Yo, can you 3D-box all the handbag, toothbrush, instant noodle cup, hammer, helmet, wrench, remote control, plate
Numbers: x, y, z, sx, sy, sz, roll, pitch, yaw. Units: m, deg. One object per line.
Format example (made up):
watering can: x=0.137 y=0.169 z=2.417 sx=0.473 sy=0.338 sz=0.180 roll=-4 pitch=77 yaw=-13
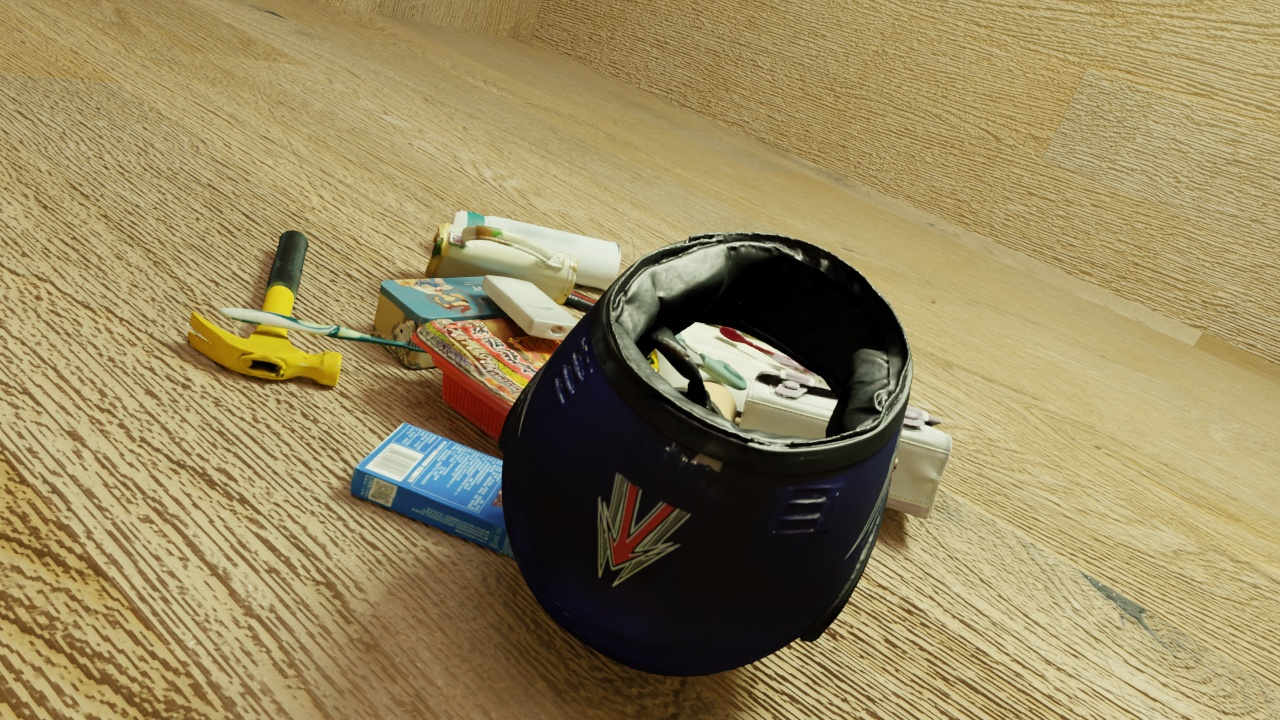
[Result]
handbag: x=0.198 y=0.075 z=0.923 sx=0.197 sy=0.098 sz=0.144 roll=15 pitch=8 yaw=6
toothbrush: x=0.177 y=0.004 z=1.077 sx=0.187 sy=0.016 sz=0.017 roll=27 pitch=15 yaw=10
instant noodle cup: x=-0.101 y=0.020 z=0.848 sx=0.164 sy=0.079 sz=0.188 roll=32 pitch=26 yaw=30
toothbrush: x=-0.274 y=-0.029 z=0.822 sx=0.191 sy=0.018 sz=0.016 roll=11 pitch=25 yaw=-21
hammer: x=-0.355 y=-0.063 z=0.901 sx=0.128 sy=0.033 sz=0.300 roll=11 pitch=24 yaw=-20
helmet: x=0.044 y=0.068 z=0.631 sx=0.247 sy=0.241 sz=0.314 roll=29 pitch=34 yaw=12
handbag: x=-0.150 y=-0.118 z=1.029 sx=0.163 sy=0.063 sz=0.179 roll=12 pitch=-13 yaw=-16
wrench: x=-0.029 y=-0.061 z=1.167 sx=0.273 sy=0.016 sz=0.056 roll=18 pitch=19 yaw=-3
remote control: x=-0.109 y=-0.052 z=0.900 sx=0.056 sy=0.019 sz=0.135 roll=6 pitch=19 yaw=-34
plate: x=0.116 y=0.008 z=1.077 sx=0.265 sy=0.034 sz=0.161 roll=17 pitch=26 yaw=-12

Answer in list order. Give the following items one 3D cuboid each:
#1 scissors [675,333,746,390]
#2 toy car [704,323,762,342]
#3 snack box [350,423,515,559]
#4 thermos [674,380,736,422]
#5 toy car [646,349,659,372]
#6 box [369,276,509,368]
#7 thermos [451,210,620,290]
scissors: x=0.065 y=0.000 z=0.937 sx=0.169 sy=0.019 sz=0.177 roll=34 pitch=6 yaw=-14
toy car: x=0.102 y=-0.055 z=1.226 sx=0.158 sy=0.042 sz=0.070 roll=27 pitch=24 yaw=11
snack box: x=-0.132 y=0.102 z=0.707 sx=0.157 sy=0.026 sz=0.084 roll=21 pitch=23 yaw=4
thermos: x=0.048 y=0.061 z=0.868 sx=0.093 sy=0.093 sz=0.143 roll=24 pitch=16 yaw=11
toy car: x=-0.006 y=0.006 z=0.964 sx=0.041 sy=0.071 sz=0.155 roll=12 pitch=23 yaw=-13
box: x=-0.181 y=-0.043 z=0.953 sx=0.090 sy=0.062 sz=0.183 roll=35 pitch=29 yaw=31
thermos: x=-0.141 y=-0.144 z=1.204 sx=0.224 sy=0.073 sz=0.073 roll=10 pitch=24 yaw=-19
